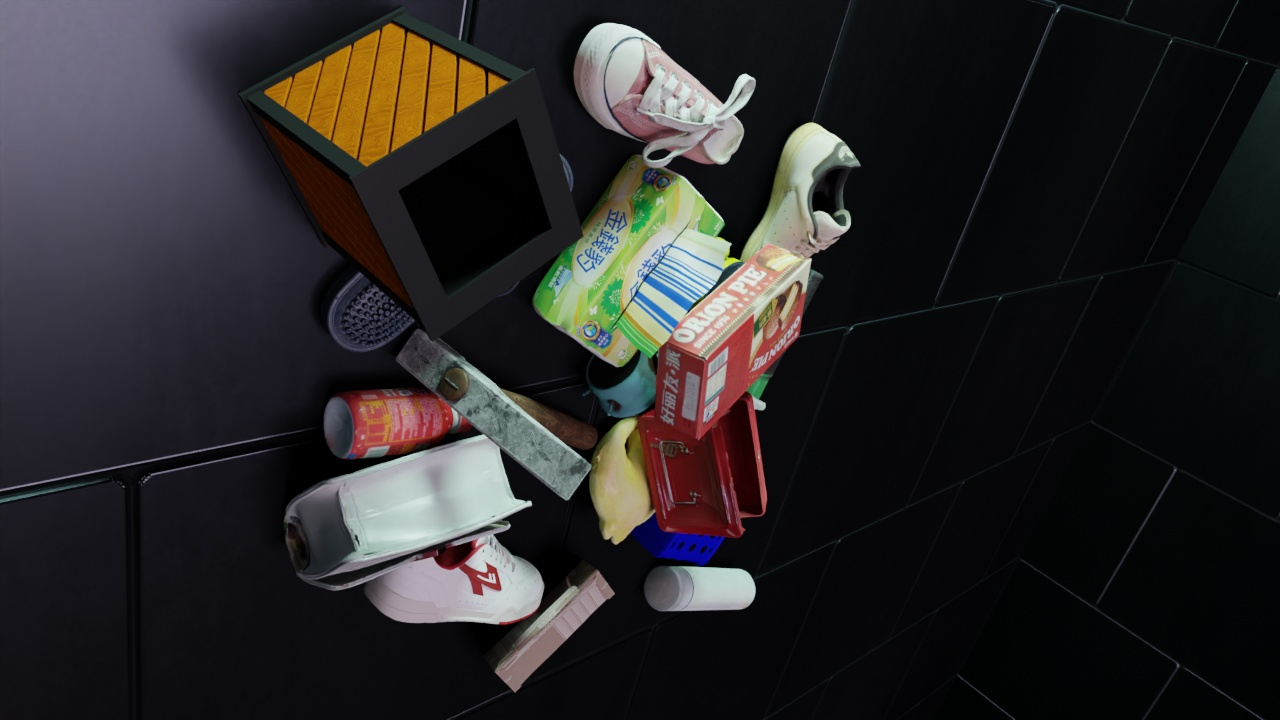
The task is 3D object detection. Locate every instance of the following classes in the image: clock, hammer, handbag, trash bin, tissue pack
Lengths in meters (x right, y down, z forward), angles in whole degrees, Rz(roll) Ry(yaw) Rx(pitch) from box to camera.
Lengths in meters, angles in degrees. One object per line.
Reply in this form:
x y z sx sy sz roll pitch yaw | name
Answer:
-0.006 0.006 1.021 0.124 0.090 0.053 -48 133 -7 | clock
-0.085 0.075 0.922 0.037 0.218 0.300 -55 155 0 | hammer
-0.219 0.143 0.866 0.198 0.096 0.142 -14 170 -40 | handbag
-0.162 -0.140 0.666 0.139 0.172 0.140 -38 140 -21 | trash bin
0.080 -0.093 1.059 0.083 0.057 0.119 -48 144 -9 | clock
0.168 0.021 1.269 0.130 0.032 0.319 8 112 -49 | hammer
0.008 -0.085 0.918 0.120 0.141 0.198 24 99 -53 | tissue pack
-0.110 0.315 1.104 0.175 0.062 0.198 -42 170 -16 | handbag

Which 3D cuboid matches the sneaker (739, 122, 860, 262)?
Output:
0.197 -0.154 1.101 0.088 0.102 0.242 -10 126 -43 | sneaker

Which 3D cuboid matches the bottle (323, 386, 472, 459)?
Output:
-0.218 0.056 0.852 0.137 0.062 0.062 -1 119 -48 | bottle

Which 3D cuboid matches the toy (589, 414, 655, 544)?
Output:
-0.016 0.150 1.142 0.170 0.065 0.154 42 66 -56 | toy

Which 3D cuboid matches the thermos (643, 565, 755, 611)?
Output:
0.096 0.353 1.421 0.229 0.068 0.068 20 102 -52 | thermos

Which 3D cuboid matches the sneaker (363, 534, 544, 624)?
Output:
-0.183 0.222 1.011 0.236 0.090 0.104 17 98 -48 | sneaker

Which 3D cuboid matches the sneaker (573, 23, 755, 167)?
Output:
0.036 -0.238 0.873 0.240 0.088 0.118 13 108 -52 | sneaker

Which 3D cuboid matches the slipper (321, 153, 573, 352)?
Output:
-0.151 -0.093 0.793 0.263 0.082 0.101 -40 139 -17 | slipper

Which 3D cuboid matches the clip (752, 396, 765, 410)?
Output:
0.115 0.059 1.220 0.101 0.044 0.054 30 83 -26 | clip

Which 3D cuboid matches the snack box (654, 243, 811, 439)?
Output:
0.106 -0.026 1.016 0.235 0.060 0.113 -41 145 -40 | snack box

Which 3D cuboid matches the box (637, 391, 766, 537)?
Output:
0.081 0.123 1.130 0.126 0.137 0.157 -29 112 -56 | box

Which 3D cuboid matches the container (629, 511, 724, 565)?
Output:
0.052 0.223 1.256 0.113 0.084 0.085 23 101 -51 | container
